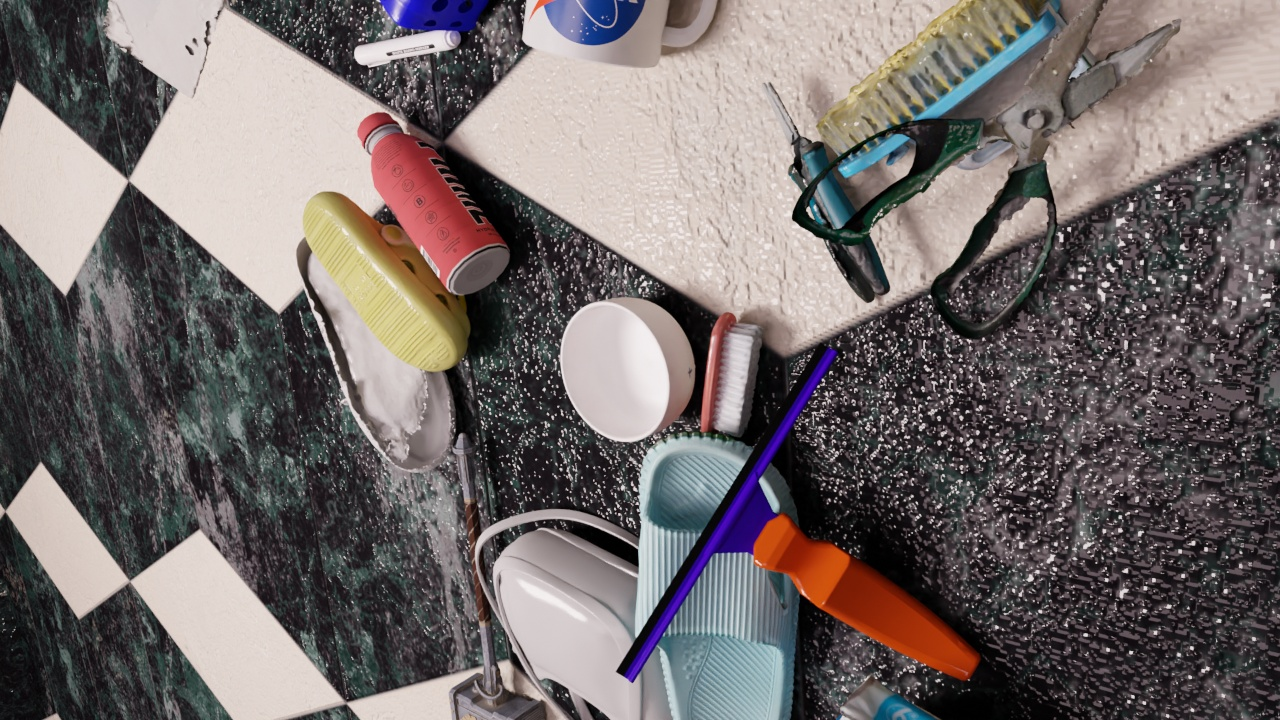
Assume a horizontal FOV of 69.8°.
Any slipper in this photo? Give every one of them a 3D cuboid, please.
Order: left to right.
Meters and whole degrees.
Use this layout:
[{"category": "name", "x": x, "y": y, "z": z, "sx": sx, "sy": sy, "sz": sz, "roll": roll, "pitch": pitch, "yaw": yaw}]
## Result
[{"category": "slipper", "x": -0.250, "y": -0.008, "z": 0.872, "sx": 0.112, "sy": 0.074, "sz": 0.246, "roll": -28, "pitch": 85, "yaw": 11}, {"category": "slipper", "x": -0.216, "y": -0.076, "z": 0.817, "sx": 0.190, "sy": 0.081, "sz": 0.092, "roll": 48, "pitch": 135, "yaw": -3}, {"category": "slipper", "x": 0.057, "y": 0.183, "z": 0.646, "sx": 0.116, "sy": 0.069, "sz": 0.276, "roll": -3, "pitch": 108, "yaw": 7}]

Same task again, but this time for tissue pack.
[{"category": "tissue pack", "x": 0.167, "y": 0.253, "z": 0.569, "sx": 0.093, "sy": 0.061, "sz": 0.144, "roll": 28, "pitch": 156, "yaw": 27}]

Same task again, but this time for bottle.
[{"category": "bottle", "x": -0.183, "y": -0.140, "z": 0.780, "sx": 0.176, "sy": 0.062, "sz": 0.062, "roll": 53, "pitch": 130, "yaw": 16}]

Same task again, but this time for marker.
[{"category": "marker", "x": -0.200, "y": -0.268, "z": 0.787, "sx": 0.134, "sy": 0.017, "sz": 0.020, "roll": 8, "pitch": 144, "yaw": 39}]

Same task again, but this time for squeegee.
[{"category": "squeegee", "x": 0.129, "y": 0.143, "z": 0.588, "sx": 0.185, "sy": 0.055, "sz": 0.249, "roll": 32, "pitch": 89, "yaw": 11}]

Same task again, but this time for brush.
[{"category": "brush", "x": 0.059, "y": 0.049, "z": 0.648, "sx": 0.030, "sy": 0.040, "sz": 0.173, "roll": 16, "pitch": 117, "yaw": 20}, {"category": "brush", "x": 0.163, "y": -0.137, "z": 0.490, "sx": 0.075, "sy": 0.055, "sz": 0.136, "roll": 47, "pitch": 132, "yaw": -8}]

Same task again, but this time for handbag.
[{"category": "handbag", "x": -0.045, "y": 0.252, "z": 0.789, "sx": 0.216, "sy": 0.095, "sz": 0.223, "roll": 19, "pitch": 127, "yaw": 37}]

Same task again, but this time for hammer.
[{"category": "hammer", "x": -0.151, "y": 0.224, "z": 0.874, "sx": 0.099, "sy": 0.044, "sz": 0.322, "roll": 7, "pitch": 108, "yaw": 39}]

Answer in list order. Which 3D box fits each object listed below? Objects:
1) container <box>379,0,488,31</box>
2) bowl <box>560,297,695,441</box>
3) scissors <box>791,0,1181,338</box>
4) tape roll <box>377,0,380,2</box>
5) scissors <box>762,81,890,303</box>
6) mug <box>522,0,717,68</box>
[{"category": "container", "x": -0.145, "y": -0.315, "z": 0.679, "sx": 0.114, "sy": 0.084, "sz": 0.084, "roll": -43, "pitch": 73, "yaw": 41}, {"category": "bowl", "x": -0.004, "y": 0.004, "z": 0.675, "sx": 0.105, "sy": 0.054, "sz": 0.105, "roll": 12, "pitch": 108, "yaw": 39}, {"category": "scissors", "x": 0.194, "y": -0.087, "z": 0.470, "sx": 0.154, "sy": 0.015, "sz": 0.210, "roll": 47, "pitch": 131, "yaw": -13}, {"category": "tape roll", "x": -0.208, "y": -0.348, "z": 0.771, "sx": 0.093, "sy": 0.013, "sz": 0.093, "roll": 14, "pitch": 113, "yaw": 38}, {"category": "scissors", "x": 0.110, "y": -0.098, "z": 0.560, "sx": 0.129, "sy": 0.019, "sz": 0.139, "roll": 55, "pitch": 169, "yaw": 49}, {"category": "mug", "x": -0.010, "y": -0.241, "z": 0.591, "sx": 0.121, "sy": 0.091, "sz": 0.090, "roll": 12, "pitch": 115, "yaw": 1}]
